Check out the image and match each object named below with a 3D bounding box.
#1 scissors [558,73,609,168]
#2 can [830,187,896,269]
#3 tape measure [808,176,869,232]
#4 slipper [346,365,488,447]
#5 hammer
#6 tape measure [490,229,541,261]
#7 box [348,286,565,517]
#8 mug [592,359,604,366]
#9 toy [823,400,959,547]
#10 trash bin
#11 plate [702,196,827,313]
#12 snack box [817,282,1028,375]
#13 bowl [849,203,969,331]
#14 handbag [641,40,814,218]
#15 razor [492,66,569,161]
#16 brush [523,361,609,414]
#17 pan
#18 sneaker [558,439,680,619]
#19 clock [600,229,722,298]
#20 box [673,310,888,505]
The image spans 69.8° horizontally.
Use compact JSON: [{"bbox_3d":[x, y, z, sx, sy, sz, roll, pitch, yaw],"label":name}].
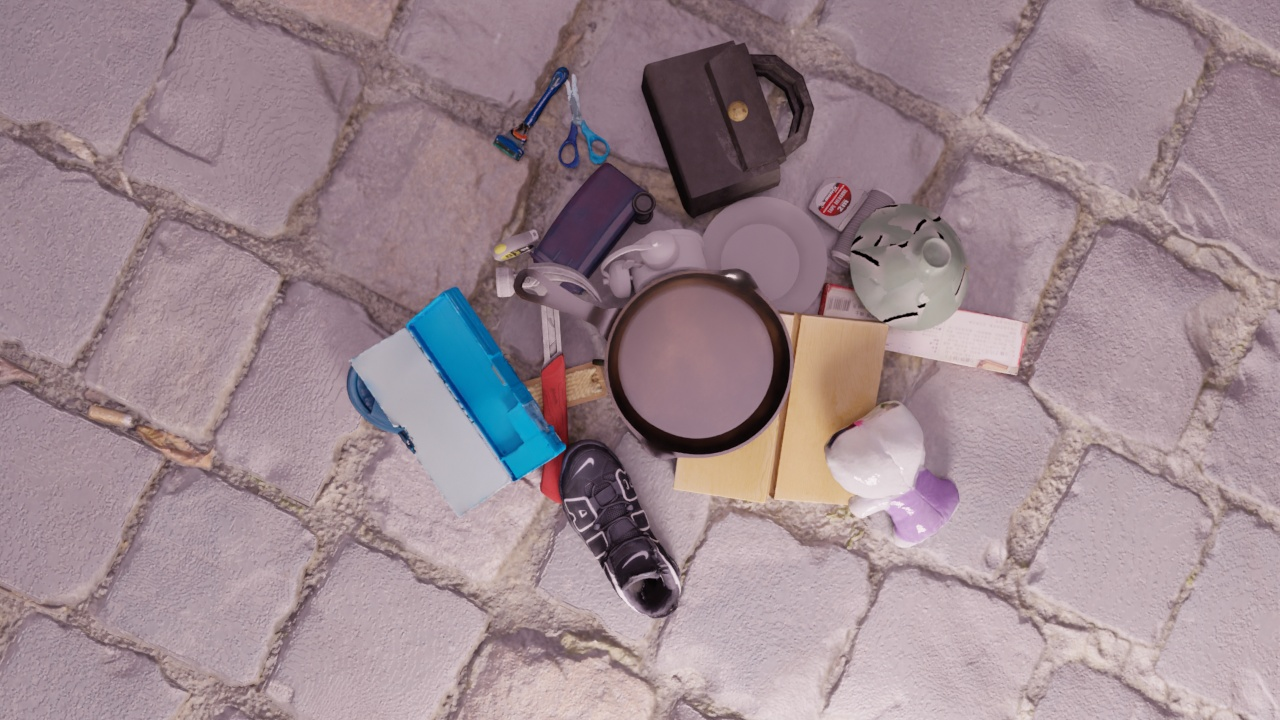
[{"bbox_3d":[-0.089,-0.322,1.226,0.073,0.016,0.134,-15,89,0],"label":"scissors"},{"bbox_3d":[0.297,-0.175,1.224,0.044,0.044,0.106,32,88,-2],"label":"can"},{"bbox_3d":[0.262,-0.210,1.222,0.062,0.020,0.060,40,97,30],"label":"tape measure"},{"bbox_3d":[-0.281,0.058,1.191,0.213,0.059,0.104,23,90,-3],"label":"slipper"},{"bbox_3d":[-0.108,0.034,1.166,0.126,0.036,0.316,-4,107,-6],"label":"hammer"},{"bbox_3d":[-0.161,-0.150,1.196,0.065,0.064,0.017,-22,90,2],"label":"tape measure"},{"bbox_3d":[-0.223,0.051,1.149,0.167,0.075,0.243,-34,91,3],"label":"box"},{"bbox_3d":[-0.007,0.007,1.190,0.111,0.081,0.085,5,89,-3],"label":"mug"},{"bbox_3d":[0.326,0.151,1.175,0.137,0.085,0.209,-44,115,-2],"label":"toy"},{"bbox_3d":[-0.062,-0.164,1.187,0.092,0.094,0.161,38,90,-1],"label":"trash bin"},{"bbox_3d":[0.162,-0.132,1.230,0.173,0.019,0.172,0,89,-2],"label":"plate"},{"bbox_3d":[0.373,-0.043,1.227,0.273,0.044,0.076,10,94,-2],"label":"snack box"},{"bbox_3d":[0.358,-0.126,1.166,0.174,0.068,0.174,3,79,-14],"label":"bowl"},{"bbox_3d":[0.126,-0.312,1.190,0.199,0.102,0.197,-20,90,-3],"label":"handbag"},{"bbox_3d":[-0.138,-0.331,1.222,0.044,0.018,0.141,36,87,2],"label":"razor"},{"bbox_3d":[-0.101,0.038,1.207,0.117,0.039,0.049,-16,91,2],"label":"brush"},{"bbox_3d":[0.012,-0.024,1.119,0.356,0.043,0.249,25,94,-4],"label":"pan"},{"bbox_3d":[-0.024,0.221,1.140,0.097,0.151,0.252,-30,101,-6],"label":"sneaker"},{"bbox_3d":[0.020,-0.122,1.163,0.159,0.120,0.061,7,60,-42],"label":"clock"},{"bbox_3d":[0.180,0.058,1.193,0.257,0.076,0.247,6,101,-8],"label":"box"}]
